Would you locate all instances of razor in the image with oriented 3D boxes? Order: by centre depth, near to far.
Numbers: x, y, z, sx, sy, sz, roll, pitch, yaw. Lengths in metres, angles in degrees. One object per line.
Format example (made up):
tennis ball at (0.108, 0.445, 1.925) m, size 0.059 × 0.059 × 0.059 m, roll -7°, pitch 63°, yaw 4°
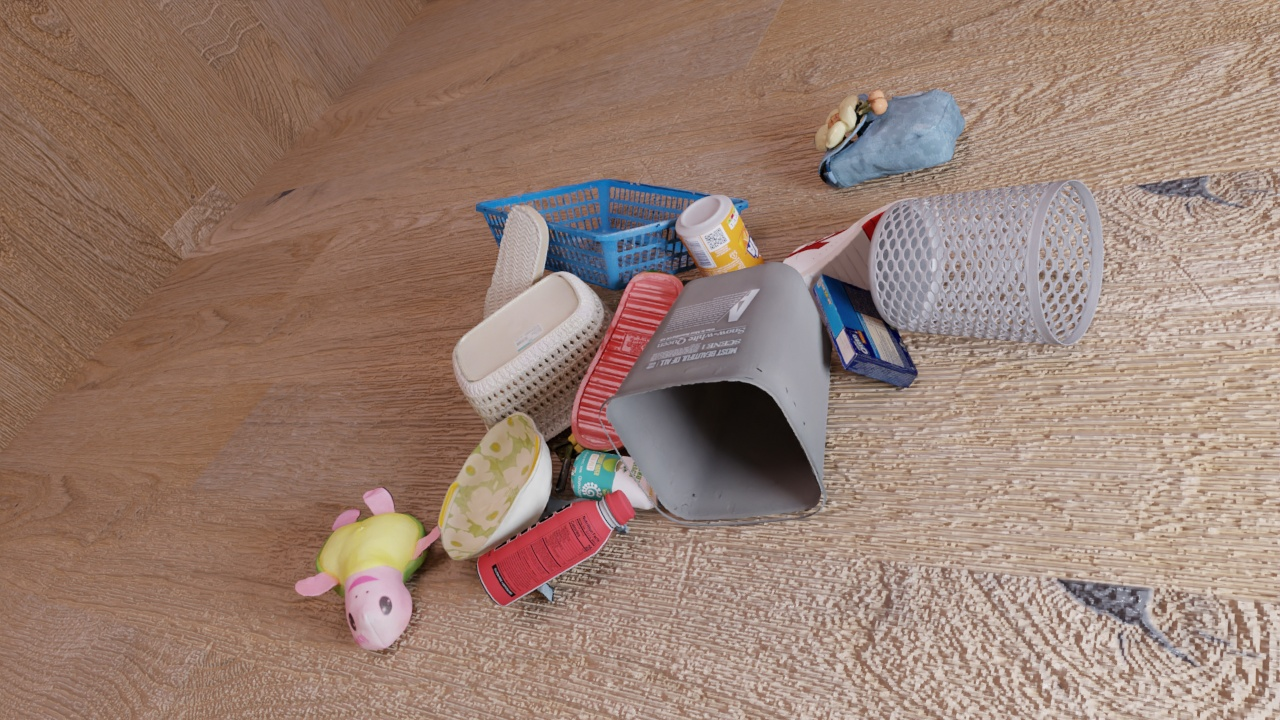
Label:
razor at (-0.092, 0.132, 1.123) m, size 0.042 × 0.026 × 0.105 m, roll -23°, pitch 22°, yaw 14°

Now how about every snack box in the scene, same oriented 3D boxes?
snack box at (0.244, -0.034, 1.010) m, size 0.150 × 0.082 × 0.027 m, roll -96°, pitch 28°, yaw -52°

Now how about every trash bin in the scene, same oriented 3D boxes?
trash bin at (0.348, -0.098, 0.938) m, size 0.184 × 0.156 × 0.156 m, roll 5°, pitch 52°, yaw 46°
trash bin at (0.101, 0.027, 0.977) m, size 0.198 × 0.197 × 0.219 m, roll -10°, pitch 36°, yaw 30°

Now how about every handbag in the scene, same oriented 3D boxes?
handbag at (0.324, -0.307, 1.226) m, size 0.192 × 0.118 × 0.121 m, roll -4°, pitch 46°, yaw 44°

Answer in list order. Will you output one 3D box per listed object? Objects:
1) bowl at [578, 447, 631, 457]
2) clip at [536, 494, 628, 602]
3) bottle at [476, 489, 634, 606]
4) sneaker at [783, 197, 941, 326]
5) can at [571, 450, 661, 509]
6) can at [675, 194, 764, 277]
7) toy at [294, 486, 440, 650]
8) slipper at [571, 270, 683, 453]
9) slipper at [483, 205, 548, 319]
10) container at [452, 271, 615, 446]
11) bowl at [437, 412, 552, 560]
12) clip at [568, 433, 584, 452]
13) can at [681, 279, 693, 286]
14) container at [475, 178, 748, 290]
bowl at (-0.021, 0.108, 1.111) m, size 0.114 × 0.026 × 0.101 m, roll -24°, pitch 36°, yaw 17°
clip at (-0.068, 0.185, 1.064) m, size 0.164 × 0.031 × 0.172 m, roll -27°, pitch 38°, yaw 9°
bottle at (-0.088, 0.197, 0.990) m, size 0.177 × 0.062 × 0.062 m, roll -31°, pitch 36°, yaw 6°
sneaker at (0.245, -0.127, 1.122) m, size 0.237 × 0.090 × 0.104 m, roll -38°, pitch 30°, yaw 4°
can at (-0.024, 0.135, 1.035) m, size 0.102 × 0.055 × 0.054 m, roll 8°, pitch 50°, yaw 14°
can at (0.109, -0.139, 1.188) m, size 0.079 × 0.142 × 0.079 m, roll -22°, pitch 37°, yaw 18°
toy at (-0.335, 0.253, 1.153) m, size 0.190 × 0.088 × 0.238 m, roll -20°, pitch 39°, yaw -12°
slipper at (-0.007, 0.007, 1.123) m, size 0.103 × 0.059 × 0.248 m, roll 15°, pitch 67°, yaw 15°
slipper at (-0.172, -0.099, 1.315) m, size 0.053 × 0.273 × 0.114 m, roll -14°, pitch 49°, yaw -34°
container at (-0.129, 0.001, 1.223) m, size 0.251 × 0.143 × 0.184 m, roll -36°, pitch 40°, yaw 1°
bowl at (-0.161, 0.159, 1.097) m, size 0.220 × 0.060 × 0.188 m, roll -30°, pitch 38°, yaw 41°
clip at (-0.057, 0.091, 1.117) m, size 0.054 × 0.048 × 0.046 m, roll -46°, pitch 11°, yaw -16°
can at (0.052, -0.045, 1.203) m, size 0.054 × 0.054 × 0.137 m, roll -7°, pitch 44°, yaw 34°
container at (-0.049, -0.191, 1.352) m, size 0.256 × 0.089 × 0.363 m, roll -18°, pitch 24°, yaw -32°
